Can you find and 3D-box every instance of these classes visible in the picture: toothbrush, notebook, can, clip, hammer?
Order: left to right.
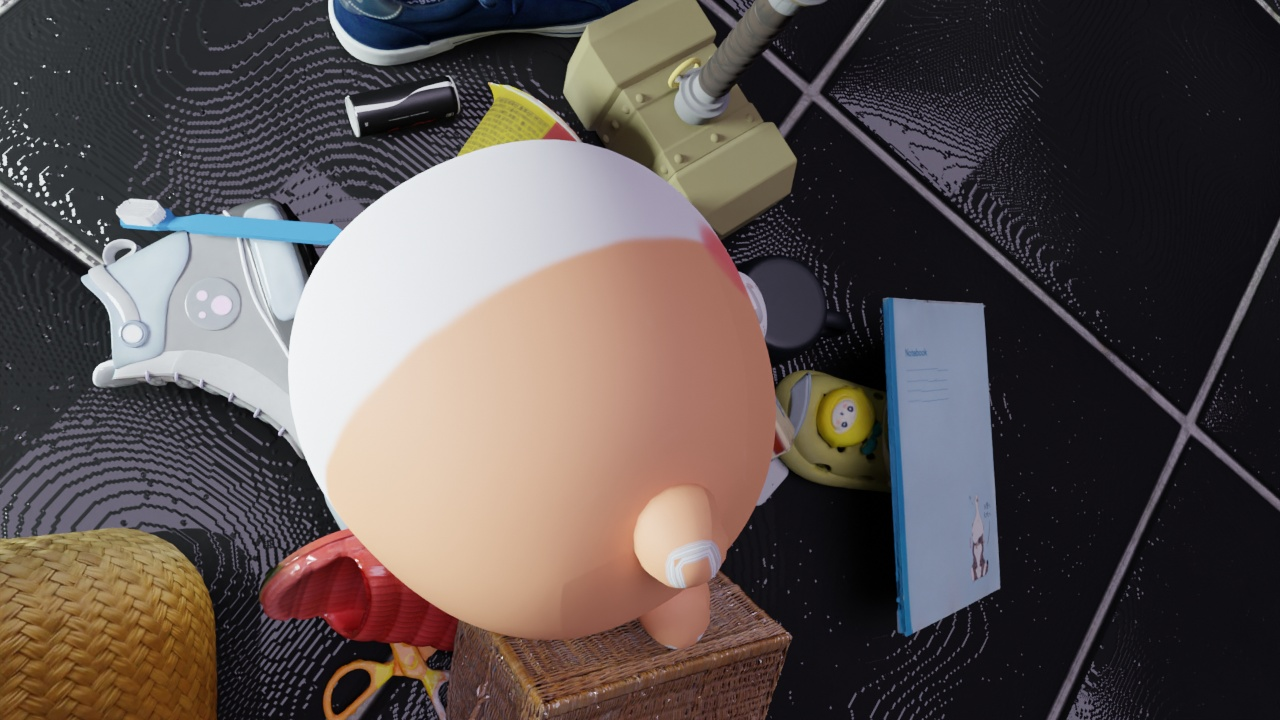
[{"bbox_3d":[-0.262,-0.087,0.579,0.167,0.014,0.016,7,58,17],"label":"toothbrush"},{"bbox_3d":[-0.182,-0.195,0.703,0.080,0.032,0.031,-19,87,-20],"label":"can"},{"bbox_3d":[0.036,0.045,0.713,0.164,0.031,0.169,37,103,11],"label":"clip"},{"bbox_3d":[0.067,-0.210,0.630,0.100,0.325,0.190,-33,91,-21],"label":"hammer"},{"bbox_3d":[0.248,0.077,0.745,0.180,0.009,0.253,-3,89,-47],"label":"notebook"}]

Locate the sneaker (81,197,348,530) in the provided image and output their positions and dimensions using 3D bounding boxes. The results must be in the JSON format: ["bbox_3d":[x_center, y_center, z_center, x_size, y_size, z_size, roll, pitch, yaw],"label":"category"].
[{"bbox_3d":[-0.265,0.028,0.615,0.160,0.093,0.256,-20,88,-12],"label":"sneaker"}]

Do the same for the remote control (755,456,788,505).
[{"bbox_3d":[0.061,0.053,0.750,0.146,0.008,0.045,47,70,-5],"label":"remote control"}]

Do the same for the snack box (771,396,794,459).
[{"bbox_3d":[-0.004,0.004,0.673,0.153,0.055,0.207,-30,90,17],"label":"snack box"}]

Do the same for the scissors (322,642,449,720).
[{"bbox_3d":[-0.161,0.216,0.648,0.125,0.011,0.131,-41,96,-20],"label":"scissors"}]

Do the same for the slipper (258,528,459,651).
[{"bbox_3d":[-0.121,0.155,0.614,0.248,0.104,0.059,2,49,-25],"label":"slipper"}]

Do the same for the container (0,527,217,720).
[{"bbox_3d":[-0.357,0.188,0.436,0.306,0.307,0.196,-3,85,-19],"label":"container"}]

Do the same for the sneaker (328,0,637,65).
[{"bbox_3d":[-0.089,-0.306,0.706,0.294,0.127,0.120,-19,85,-22],"label":"sneaker"}]

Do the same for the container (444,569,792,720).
[{"bbox_3d":[-0.019,0.203,0.584,0.198,0.113,0.114,-2,117,-34],"label":"container"}]

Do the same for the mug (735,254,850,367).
[{"bbox_3d":[0.111,-0.033,0.736,0.121,0.095,0.085,7,79,-17],"label":"mug"}]

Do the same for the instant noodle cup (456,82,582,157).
[{"bbox_3d":[-0.102,-0.129,0.690,0.100,0.100,0.112,40,79,-8],"label":"instant noodle cup"}]

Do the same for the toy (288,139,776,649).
[{"bbox_3d":[-0.045,0.022,0.512,0.265,0.263,0.280,-29,64,-15],"label":"toy"}]

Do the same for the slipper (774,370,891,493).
[{"bbox_3d":[0.199,0.065,0.756,0.190,0.082,0.091,16,78,-17],"label":"slipper"}]
